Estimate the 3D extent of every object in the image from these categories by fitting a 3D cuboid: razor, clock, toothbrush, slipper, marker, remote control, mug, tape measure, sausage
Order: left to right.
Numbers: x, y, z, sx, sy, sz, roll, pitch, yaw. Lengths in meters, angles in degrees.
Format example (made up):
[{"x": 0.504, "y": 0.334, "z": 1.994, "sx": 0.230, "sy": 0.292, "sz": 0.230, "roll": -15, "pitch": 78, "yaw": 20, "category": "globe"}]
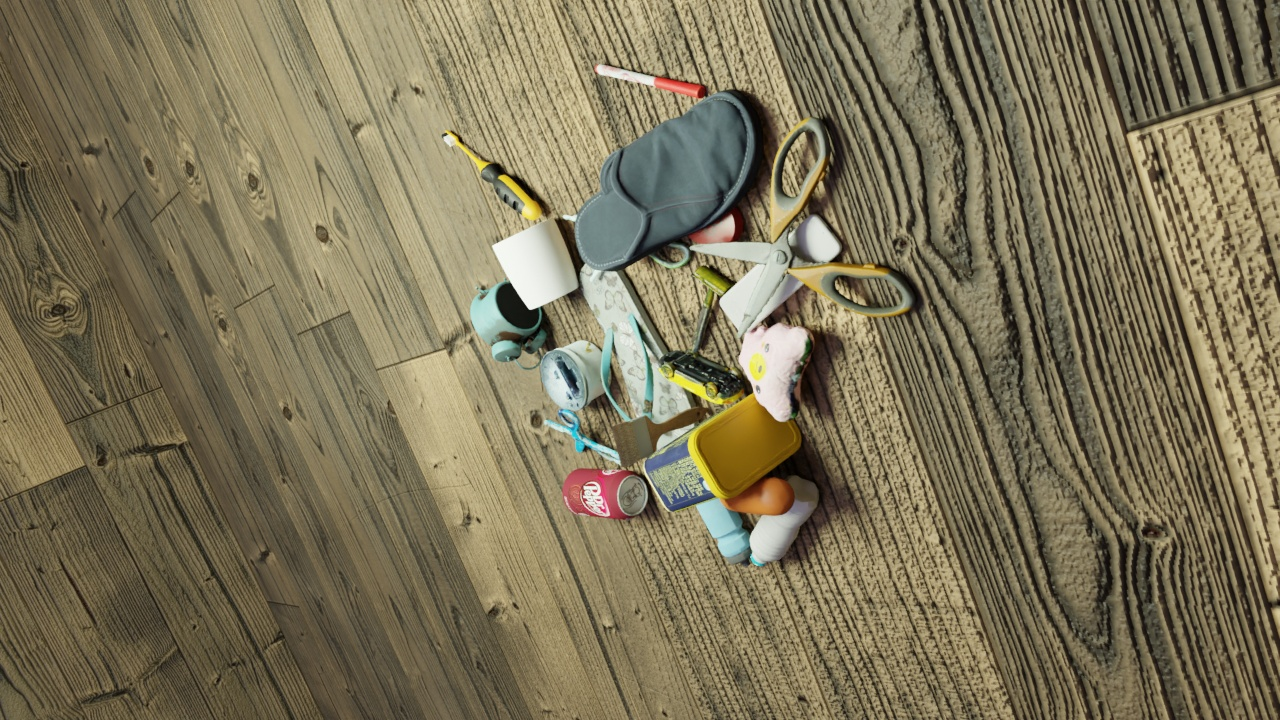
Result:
[{"x": -0.187, "y": -0.234, "z": 1.145, "sx": 0.196, "sy": 0.030, "sz": 0.031, "roll": 44, "pitch": 153, "yaw": 26, "category": "toothbrush"}, {"x": -0.165, "y": -0.046, "z": 1.184, "sx": 0.053, "sy": 0.089, "sz": 0.124, "roll": -33, "pitch": 86, "yaw": 40, "category": "clock"}, {"x": -0.126, "y": -0.116, "z": 1.121, "sx": 0.087, "sy": 0.081, "sz": 0.114, "roll": 65, "pitch": 171, "yaw": -10, "category": "mug"}, {"x": -0.089, "y": 0.022, "z": 1.167, "sx": 0.118, "sy": 0.056, "sz": 0.083, "roll": -26, "pitch": 93, "yaw": 50, "category": "clock"}, {"x": -0.006, "y": 0.006, "z": 1.076, "sx": 0.098, "sy": 0.054, "sz": 0.269, "roll": -18, "pitch": 97, "yaw": 47, "category": "slipper"}, {"x": 0.006, "y": -0.167, "z": 0.913, "sx": 0.266, "sy": 0.083, "sz": 0.109, "roll": -30, "pitch": 78, "yaw": 41, "category": "slipper"}, {"x": 0.007, "y": -0.282, "z": 0.924, "sx": 0.142, "sy": 0.012, "sz": 0.013, "roll": 25, "pitch": 129, "yaw": 35, "category": "marker"}, {"x": 0.070, "y": -0.050, "z": 0.988, "sx": 0.042, "sy": 0.026, "sz": 0.106, "roll": 37, "pitch": 138, "yaw": 24, "category": "razor"}, {"x": 0.077, "y": -0.136, "z": 0.928, "sx": 0.051, "sy": 0.019, "sz": 0.059, "roll": 52, "pitch": 133, "yaw": 16, "category": "tape measure"}, {"x": 0.119, "y": 0.145, "z": 0.987, "sx": 0.164, "sy": 0.044, "sz": 0.039, "roll": 152, "pitch": 122, "yaw": -76, "category": "sausage"}, {"x": 0.134, "y": -0.082, "z": 0.893, "sx": 0.045, "sy": 0.008, "sz": 0.147, "roll": 54, "pitch": 131, "yaw": 9, "category": "remote control"}]

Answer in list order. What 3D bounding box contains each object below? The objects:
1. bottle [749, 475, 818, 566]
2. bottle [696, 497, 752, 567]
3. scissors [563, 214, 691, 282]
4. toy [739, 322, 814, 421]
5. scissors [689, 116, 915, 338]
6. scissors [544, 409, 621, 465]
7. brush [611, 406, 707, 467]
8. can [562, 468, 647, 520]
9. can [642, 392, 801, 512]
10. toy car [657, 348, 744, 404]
[{"x": 0.154, "y": 0.183, "z": 1.015, "sx": 0.044, "sy": 0.044, "sz": 0.137, "roll": 42, "pitch": 136, "yaw": 22, "category": "bottle"}, {"x": 0.095, "y": 0.185, "z": 1.080, "sx": 0.040, "sy": 0.040, "sz": 0.130, "roll": -27, "pitch": 92, "yaw": 50, "category": "bottle"}, {"x": -0.016, "y": -0.150, "z": 1.013, "sx": 0.171, "sy": 0.024, "sz": 0.166, "roll": 19, "pitch": 127, "yaw": 26, "category": "scissors"}, {"x": 0.134, "y": 0.001, "z": 0.925, "sx": 0.093, "sy": 0.050, "sz": 0.103, "roll": 39, "pitch": 127, "yaw": 42, "category": "toy"}, {"x": 0.152, "y": -0.102, "z": 0.847, "sx": 0.230, "sy": 0.016, "sz": 0.226, "roll": 30, "pitch": 121, "yaw": 18, "category": "scissors"}, {"x": -0.078, "y": 0.097, "z": 1.197, "sx": 0.134, "sy": 0.011, "sz": 0.140, "roll": 23, "pitch": 157, "yaw": 30, "category": "scissors"}, {"x": 0.026, "y": 0.075, "z": 1.009, "sx": 0.008, "sy": 0.142, "sz": 0.045, "roll": -8, "pitch": 97, "yaw": 47, "category": "brush"}, {"x": -0.047, "y": 0.175, "z": 1.206, "sx": 0.114, "sy": 0.063, "sz": 0.063, "roll": -5, "pitch": 108, "yaw": 48, "category": "can"}, {"x": 0.084, "y": 0.097, "z": 0.970, "sx": 0.105, "sy": 0.134, "sz": 0.075, "roll": -31, "pitch": 88, "yaw": 53, "category": "can"}, {"x": 0.065, "y": 0.017, "z": 1.009, "sx": 0.107, "sy": 0.049, "sz": 0.030, "roll": 28, "pitch": 132, "yaw": 35, "category": "toy car"}]
